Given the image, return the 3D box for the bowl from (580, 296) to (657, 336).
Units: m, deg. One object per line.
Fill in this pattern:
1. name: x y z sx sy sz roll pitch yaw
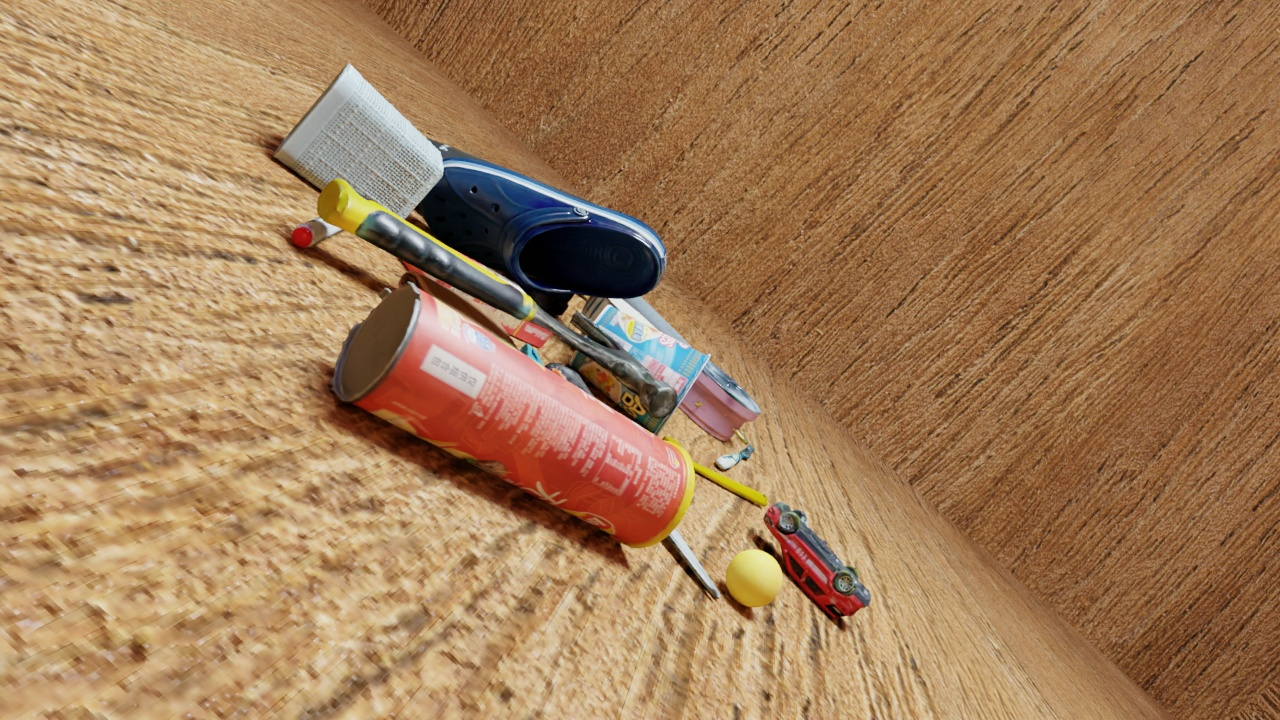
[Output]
1. bowl: -0.020 -0.018 0.972 0.116 0.066 0.116 41 8 -7

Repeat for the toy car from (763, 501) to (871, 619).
1. toy car: 0.155 0.180 0.828 0.120 0.045 0.053 50 9 19

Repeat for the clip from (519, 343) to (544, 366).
1. clip: -0.083 0.005 0.693 0.034 0.013 0.055 43 13 -30

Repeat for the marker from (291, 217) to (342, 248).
1. marker: -0.225 -0.099 0.666 0.017 0.017 0.145 39 9 -12

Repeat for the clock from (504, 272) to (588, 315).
1. clock: -0.112 -0.102 1.026 0.122 0.055 0.082 45 10 32

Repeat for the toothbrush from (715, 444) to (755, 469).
1. toothbrush: 0.112 0.111 1.065 0.016 0.018 0.191 44 9 13

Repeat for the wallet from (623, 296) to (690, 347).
1. wallet: 0.003 -0.022 1.078 0.129 0.036 0.107 45 -28 26

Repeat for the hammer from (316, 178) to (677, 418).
1. hammer: -0.105 -0.047 0.712 0.323 0.032 0.126 31 7 -42

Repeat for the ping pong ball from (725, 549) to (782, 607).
1. ping pong ball: 0.081 0.155 0.654 0.040 0.040 0.040 40 9 -8

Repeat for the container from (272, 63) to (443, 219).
1. container: -0.233 -0.176 0.779 0.111 0.090 0.090 40 9 -25

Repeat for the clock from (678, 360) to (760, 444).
1. clock: 0.084 0.039 1.161 0.117 0.060 0.158 36 12 -24

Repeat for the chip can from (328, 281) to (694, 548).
1. chip can: -0.063 0.038 0.520 0.216 0.073 0.073 34 12 -37

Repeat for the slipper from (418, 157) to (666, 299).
1. slipper: -0.100 -0.112 0.895 0.253 0.105 0.095 17 34 -3

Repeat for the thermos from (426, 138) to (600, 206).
1. thermos: -0.122 -0.158 0.976 0.242 0.068 0.090 21 2 -2

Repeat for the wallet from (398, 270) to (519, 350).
1. wallet: -0.122 -0.015 0.695 0.115 0.020 0.101 50 11 30

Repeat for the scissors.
1. scissors: 0.001 0.090 0.697 0.235 0.022 0.139 50 4 13

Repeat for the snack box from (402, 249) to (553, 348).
1. snack box: -0.142 -0.061 0.804 0.075 0.025 0.152 46 10 32

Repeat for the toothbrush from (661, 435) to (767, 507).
1. toothbrush: 0.076 0.112 0.912 0.190 0.017 0.015 32 14 -44

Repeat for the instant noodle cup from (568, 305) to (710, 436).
1. instant noodle cup: -0.005 0.005 0.874 0.110 0.099 0.099 34 9 1
